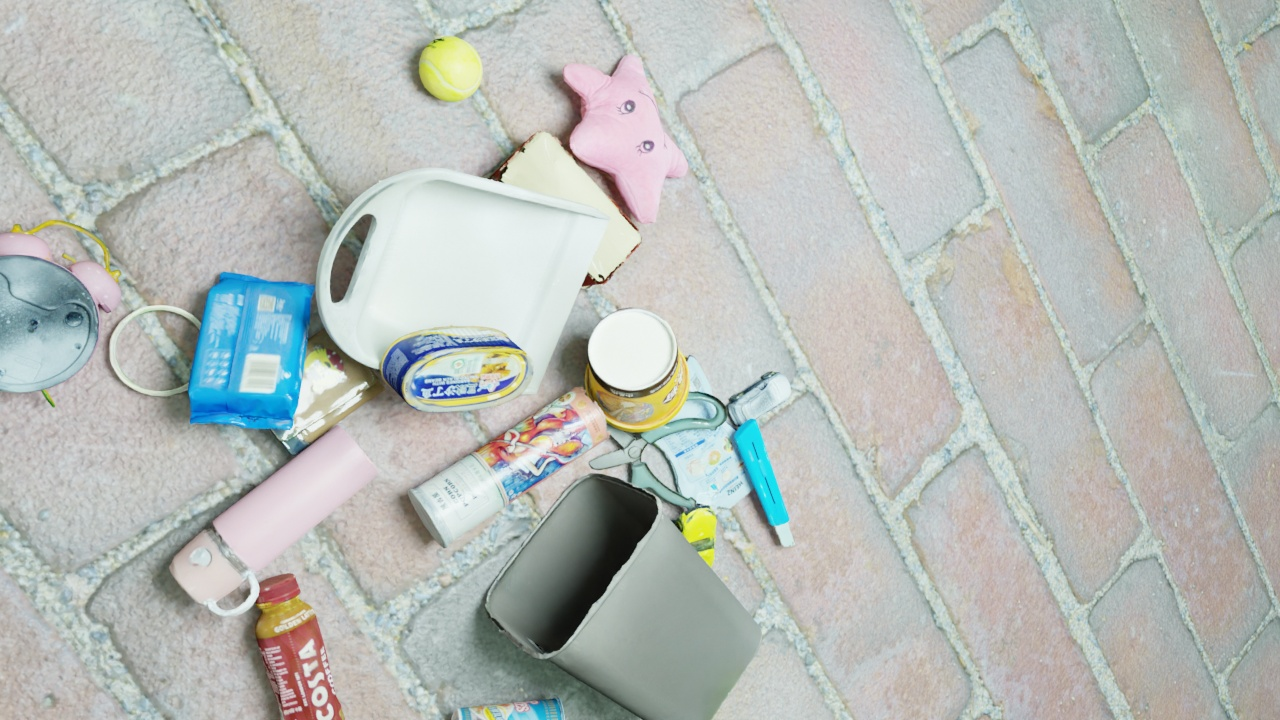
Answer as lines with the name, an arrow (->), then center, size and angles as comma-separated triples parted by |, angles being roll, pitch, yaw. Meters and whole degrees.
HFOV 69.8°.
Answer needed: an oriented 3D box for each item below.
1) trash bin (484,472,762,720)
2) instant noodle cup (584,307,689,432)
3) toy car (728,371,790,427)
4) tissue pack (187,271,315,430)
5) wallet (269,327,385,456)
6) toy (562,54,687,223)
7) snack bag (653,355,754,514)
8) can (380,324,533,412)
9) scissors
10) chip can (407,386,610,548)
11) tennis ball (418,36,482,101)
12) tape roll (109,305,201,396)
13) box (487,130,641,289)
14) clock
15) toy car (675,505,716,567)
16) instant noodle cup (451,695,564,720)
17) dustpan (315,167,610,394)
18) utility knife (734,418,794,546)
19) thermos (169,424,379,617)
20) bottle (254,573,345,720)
trash bin -> -0.011, 0.270, 0.979 | 0.220, 0.199, 0.198 | 47, 72, -24
instant noodle cup -> -0.006, 0.006, 0.994 | 0.118, 0.114, 0.118 | -1, 70, 3
toy car -> 0.150, 0.048, 1.137 | 0.090, 0.034, 0.043 | -32, 99, -24
tissue pack -> -0.364, -0.009, 0.864 | 0.095, 0.052, 0.157 | 5, 65, -12
wallet -> -0.326, 0.027, 0.914 | 0.115, 0.033, 0.090 | -38, 103, -24
toy -> -0.020, -0.246, 1.030 | 0.178, 0.075, 0.194 | -33, 102, -45
snack bag -> 0.071, 0.096, 1.096 | 0.110, 0.039, 0.191 | -40, 108, -23
can -> -0.177, 0.009, 0.905 | 0.147, 0.049, 0.075 | -4, 120, -42
scissors -> 0.033, 0.121, 1.064 | 0.170, 0.019, 0.179 | -21, 107, -1
chip can -> -0.136, 0.111, 0.980 | 0.214, 0.071, 0.071 | -32, 102, -23
tennis ball -> -0.198, -0.304, 0.958 | 0.065, 0.066, 0.065 | 0, 89, -25
tape roll -> -0.451, -0.009, 0.864 | 0.085, 0.014, 0.086 | 0, 89, -25
box -> -0.080, -0.165, 1.006 | 0.168, 0.077, 0.091 | 46, 72, -18
clock -> -0.529, -0.048, 0.804 | 0.117, 0.060, 0.158 | 26, 80, -22
toy car -> 0.067, 0.216, 1.074 | 0.048, 0.032, 0.105 | -13, 124, -22
instant noodle cup -> -0.143, 0.403, 0.965 | 0.110, 0.099, 0.099 | 8, 86, -18
dustpan -> -0.175, -0.074, 0.896 | 0.257, 0.142, 0.223 | 20, 105, -18
utility knife -> 0.155, 0.155, 1.115 | 0.034, 0.018, 0.179 | -30, 110, -21
thermos -> -0.343, 0.155, 0.878 | 0.087, 0.067, 0.198 | 42, 68, 16
bottle -> -0.333, 0.296, 0.891 | 0.057, 0.057, 0.175 | -16, 96, -25
